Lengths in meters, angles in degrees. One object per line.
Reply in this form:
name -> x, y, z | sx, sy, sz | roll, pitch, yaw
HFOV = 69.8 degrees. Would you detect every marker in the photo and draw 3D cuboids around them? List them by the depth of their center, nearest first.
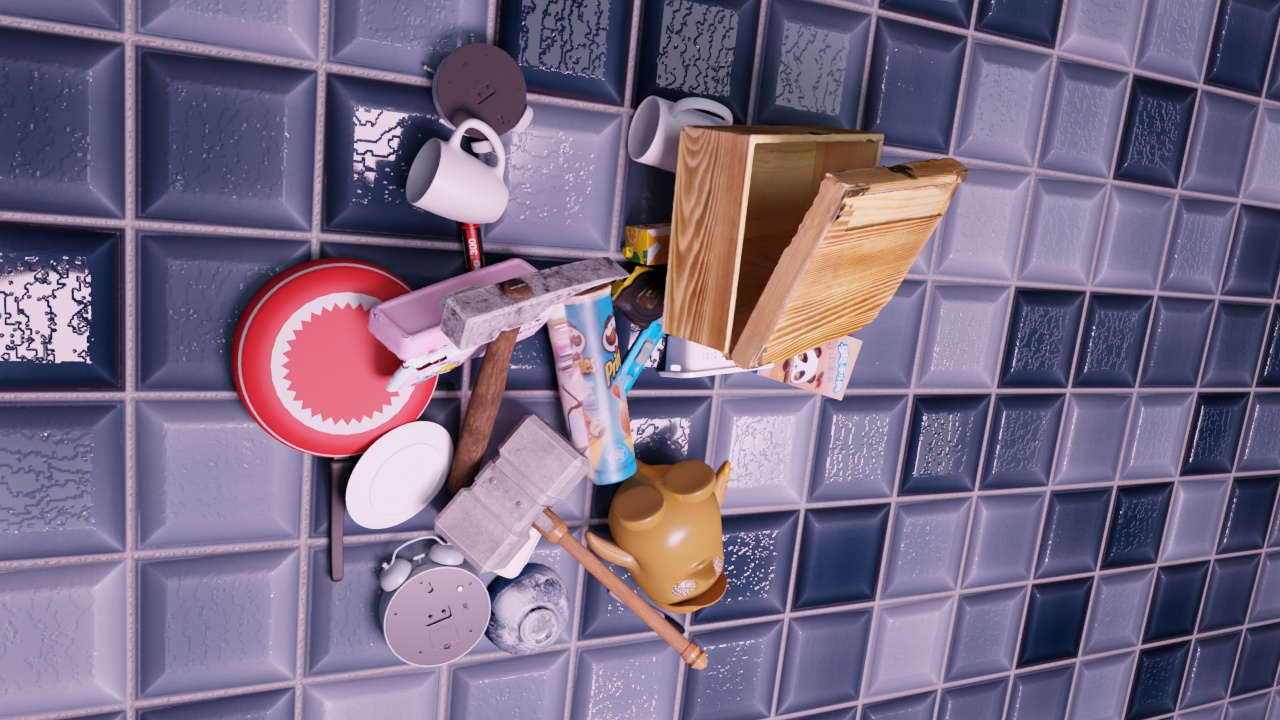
marker -> -0.179, -0.081, 1.010 | 0.023, 0.021, 0.145 | -22, 113, -44
marker -> 0.008, 0.333, 1.210 | 0.138, 0.016, 0.022 | 36, 109, -28

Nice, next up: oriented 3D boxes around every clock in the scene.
clock -> -0.164, -0.272, 0.964 | 0.094, 0.035, 0.122 | -40, 117, -13
clock -> -0.241, 0.275, 1.056 | 0.122, 0.045, 0.159 | -18, 109, -21

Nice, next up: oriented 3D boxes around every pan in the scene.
pan -> -0.314, 0.072, 0.964 | 0.208, 0.067, 0.356 | -2, 100, -28

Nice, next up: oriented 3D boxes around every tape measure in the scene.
tape measure -> 0.002, -0.078, 1.090 | 0.071, 0.042, 0.072 | 36, 83, -25

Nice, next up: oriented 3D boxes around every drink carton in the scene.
drink carton -> 0.043, -0.140, 1.085 | 0.122, 0.058, 0.041 | -8, 106, -24

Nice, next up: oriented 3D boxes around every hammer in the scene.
hammer -> -0.136, 0.028, 0.986 | 0.217, 0.037, 0.301 | -23, 147, -43
hammer -> -0.051, 0.221, 0.995 | 0.317, 0.083, 0.162 | 40, 86, 11

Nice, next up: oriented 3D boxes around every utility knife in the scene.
utility knife -> -0.007, 0.007, 1.122 | 0.031, 0.015, 0.173 | 31, 89, -24

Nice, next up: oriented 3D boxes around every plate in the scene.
plate -> -0.256, 0.128, 0.994 | 0.134, 0.011, 0.135 | -32, 140, -33

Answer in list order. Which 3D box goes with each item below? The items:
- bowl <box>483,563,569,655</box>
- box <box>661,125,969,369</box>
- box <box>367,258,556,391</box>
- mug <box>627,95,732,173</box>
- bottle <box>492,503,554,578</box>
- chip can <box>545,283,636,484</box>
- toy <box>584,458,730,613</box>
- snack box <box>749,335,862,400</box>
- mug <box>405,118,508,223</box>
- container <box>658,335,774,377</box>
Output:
bowl -> -0.132, 0.309, 1.108 | 0.114, 0.061, 0.114 | -6, 104, -25
box -> 0.193, -0.120, 1.021 | 0.278, 0.216, 0.258 | -17, 120, -47
box -> -0.180, -0.028, 0.959 | 0.201, 0.088, 0.096 | -26, 140, -40
mug -> 0.052, -0.258, 1.033 | 0.090, 0.111, 0.073 | 11, 66, -28
bottle -> -0.134, 0.183, 1.081 | 0.051, 0.051, 0.146 | 28, 89, -29
chip can -> -0.057, 0.027, 1.064 | 0.079, 0.080, 0.230 | -15, 107, -23
toy -> 0.042, 0.229, 1.128 | 0.198, 0.162, 0.203 | -25, 123, -16
snack box -> 0.218, -0.007, 1.217 | 0.151, 0.034, 0.087 | 17, 95, -28
mug -> -0.177, -0.194, 0.950 | 0.089, 0.071, 0.107 | 20, 111, -37
container -> 0.092, -0.011, 1.133 | 0.129, 0.081, 0.049 | -6, 94, -25
